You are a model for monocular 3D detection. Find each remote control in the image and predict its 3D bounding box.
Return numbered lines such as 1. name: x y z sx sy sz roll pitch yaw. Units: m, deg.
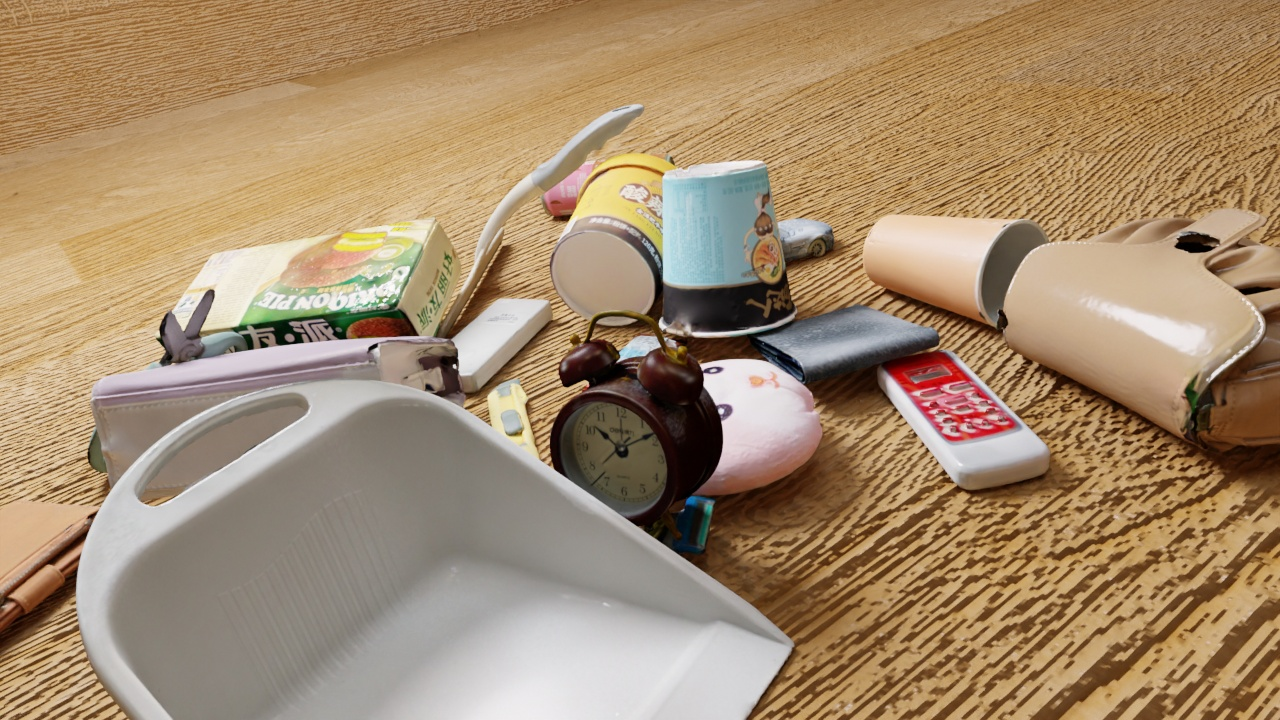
1. remote control: 0.193 0.032 0.562 0.056 0.020 0.135 -11 28 -3
2. remote control: -0.126 -0.014 0.758 0.056 0.019 0.134 3 31 24

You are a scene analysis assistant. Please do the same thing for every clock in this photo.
1. clock: -0.004 0.031 0.480 0.082 0.122 0.055 7 21 27

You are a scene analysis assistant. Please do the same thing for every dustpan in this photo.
1. dustpan: -0.104 0.106 0.401 0.258 0.143 0.222 9 34 35

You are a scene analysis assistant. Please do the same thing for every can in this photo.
1. can: -0.035 -0.195 1.021 0.147 0.058 0.057 -3 29 14

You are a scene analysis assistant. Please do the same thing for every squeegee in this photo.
1. squeegee: -0.092 -0.151 0.828 0.247 0.039 0.245 -41 18 25

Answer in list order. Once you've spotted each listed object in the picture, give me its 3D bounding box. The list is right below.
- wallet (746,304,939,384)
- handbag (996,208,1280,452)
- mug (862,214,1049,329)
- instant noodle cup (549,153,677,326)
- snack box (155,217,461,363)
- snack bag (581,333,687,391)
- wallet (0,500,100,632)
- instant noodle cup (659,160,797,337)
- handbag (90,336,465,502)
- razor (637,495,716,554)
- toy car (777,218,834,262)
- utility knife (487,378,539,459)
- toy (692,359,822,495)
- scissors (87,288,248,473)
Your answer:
1. wallet: 0.139 -0.015 0.652 0.097 0.019 0.121 -14 16 -8
2. handbag: 0.323 -0.028 0.542 0.147 0.100 0.204 -20 26 -11
3. mug: 0.232 -0.074 0.694 0.078 0.078 0.123 -24 25 -24
4. instant noodle cup: -0.014 -0.099 0.783 0.119 0.118 0.114 2 38 23
5. snack box: -0.282 -0.051 0.790 0.240 0.063 0.114 -6 44 17
6. snack bag: -0.004 0.004 0.674 0.045 0.026 0.105 6 31 26
7. wallet: -0.405 0.135 0.566 0.108 0.031 0.131 -2 30 22
8. instant noodle cup: 0.062 -0.089 0.705 0.111 0.120 0.111 -6 17 2
9. handbag: -0.233 0.034 0.622 0.197 0.098 0.144 -6 12 10
10. razor: -0.030 0.096 0.517 0.143 0.022 0.042 -1 29 14
11. toy car: 0.117 -0.106 0.830 0.120 0.037 0.054 -15 28 -15
12. utility knife: -0.083 0.055 0.626 0.031 0.019 0.175 -20 33 -6
13. toy: 0.029 0.046 0.563 0.159 0.054 0.121 -17 27 5
14. scissors: -0.340 0.008 0.696 0.019 0.175 0.176 37 18 5
